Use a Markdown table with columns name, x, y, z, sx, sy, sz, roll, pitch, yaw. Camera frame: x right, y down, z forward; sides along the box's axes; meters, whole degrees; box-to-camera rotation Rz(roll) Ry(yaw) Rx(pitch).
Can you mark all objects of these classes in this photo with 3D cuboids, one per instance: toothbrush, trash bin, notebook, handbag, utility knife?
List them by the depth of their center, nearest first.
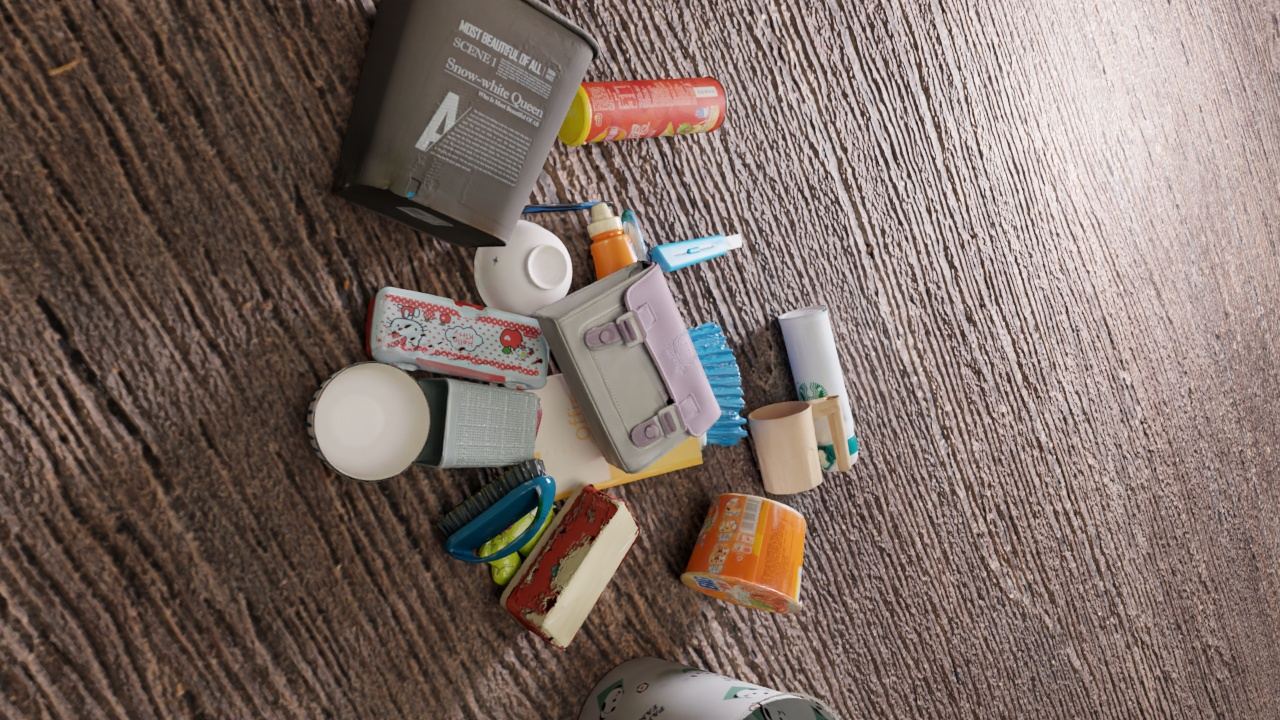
| name | x | y | z | sx | sy | sz | roll | pitch | yaw |
| --- | --- | --- | --- | --- | --- | --- | --- | --- | --- |
| trash bin | -0.183 | -0.240 | 0.902 | 0.199 | 0.199 | 0.219 | 21 | 83 | -32 |
| handbag | -0.006 | 0.006 | 1.013 | 0.144 | 0.098 | 0.197 | -33 | 111 | -22 |
| trash bin | 0.066 | 0.449 | 1.014 | 0.229 | 0.252 | 0.229 | 0 | 89 | -35 |
| toothbrush | -0.110 | -0.176 | 1.051 | 0.189 | 0.014 | 0.016 | -11 | 71 | -35 |
| notebook | -0.030 | 0.074 | 1.072 | 0.206 | 0.010 | 0.146 | -11 | 98 | -20 |
| utility knife | 0.078 | -0.140 | 1.154 | 0.185 | 0.018 | 0.034 | -21 | 85 | -49 |

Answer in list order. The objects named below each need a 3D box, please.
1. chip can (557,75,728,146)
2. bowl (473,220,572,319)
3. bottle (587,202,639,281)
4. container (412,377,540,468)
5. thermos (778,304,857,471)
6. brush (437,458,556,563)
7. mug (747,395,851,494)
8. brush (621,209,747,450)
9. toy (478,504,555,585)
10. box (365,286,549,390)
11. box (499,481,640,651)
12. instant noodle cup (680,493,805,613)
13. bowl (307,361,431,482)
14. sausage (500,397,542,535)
| name | x | y | z | sx | sy | sz | roll | pitch | yaw |
| --- | --- | --- | --- | --- | --- | --- | --- | --- | --- |
| chip can | 0.003 | -0.301 | 1.094 | 0.216 | 0.073 | 0.073 | -15 | 97 | -33 |
| bowl | -0.117 | -0.101 | 1.013 | 0.118 | 0.065 | 0.118 | 1 | 88 | -35 |
| bottle | -0.029 | -0.113 | 1.079 | 0.066 | 0.067 | 0.149 | -18 | 92 | -33 |
| container | -0.173 | 0.068 | 0.960 | 0.111 | 0.090 | 0.090 | 8 | 85 | -38 |
| thermos | 0.246 | 0.041 | 1.256 | 0.073 | 0.073 | 0.224 | -21 | 101 | -33 |
| brush | -0.144 | 0.164 | 0.947 | 0.055 | 0.144 | 0.073 | 23 | 34 | -60 |
| mug | 0.212 | 0.110 | 1.211 | 0.124 | 0.084 | 0.103 | -13 | 100 | -4 |
| brush | 0.053 | -0.037 | 1.138 | 0.109 | 0.061 | 0.314 | -13 | 93 | -30 |
| toy | -0.133 | 0.195 | 1.017 | 0.100 | 0.031 | 0.097 | -32 | 105 | -25 |
| box | -0.186 | -0.019 | 0.965 | 0.201 | 0.048 | 0.086 | 12 | 67 | -34 |
| box | -0.068 | 0.229 | 1.014 | 0.168 | 0.077 | 0.091 | -55 | 146 | -22 |
| instant noodle cup | 0.135 | 0.237 | 1.136 | 0.151 | 0.152 | 0.111 | 30 | 64 | -30 |
| bowl | -0.272 | 0.060 | 0.903 | 0.116 | 0.066 | 0.116 | 1 | 87 | -35 |
| sausage | -0.132 | 0.115 | 1.005 | 0.020 | 0.020 | 0.155 | 23 | 72 | -32 |
